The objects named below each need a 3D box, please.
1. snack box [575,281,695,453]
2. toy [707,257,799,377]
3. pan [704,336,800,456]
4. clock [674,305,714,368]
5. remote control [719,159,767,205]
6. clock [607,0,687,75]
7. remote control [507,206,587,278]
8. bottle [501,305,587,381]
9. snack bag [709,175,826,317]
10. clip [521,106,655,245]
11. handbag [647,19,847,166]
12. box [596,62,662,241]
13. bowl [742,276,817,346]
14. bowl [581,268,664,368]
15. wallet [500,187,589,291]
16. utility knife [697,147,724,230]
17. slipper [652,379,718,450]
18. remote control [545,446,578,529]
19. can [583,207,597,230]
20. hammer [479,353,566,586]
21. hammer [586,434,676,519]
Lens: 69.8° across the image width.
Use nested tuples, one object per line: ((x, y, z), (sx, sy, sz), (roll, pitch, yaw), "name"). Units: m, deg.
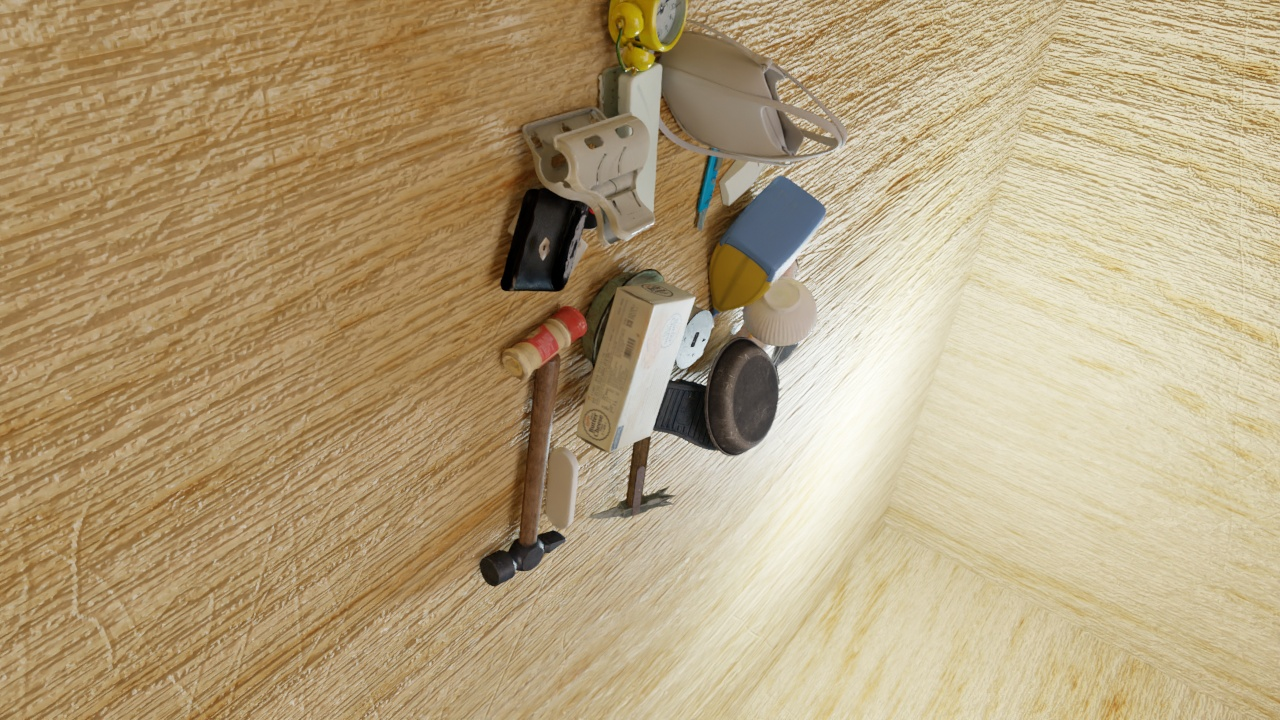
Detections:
((-0.007, 0.007, 1.162), (0.104, 0.057, 0.208), (-17, 129, -56), "snack box")
((0.190, -0.056, 1.530), (0.195, 0.065, 0.265), (-29, 145, -61), "toy")
((0.206, 0.020, 1.492), (0.355, 0.055, 0.187), (-38, 123, -43), "pan")
((0.072, -0.038, 1.382), (0.122, 0.035, 0.094), (-2, 116, -62), "clock")
((0.165, -0.288, 1.327), (0.143, 0.024, 0.050), (-53, 152, -19), "remote control")
((0.002, -0.348, 0.936), (0.118, 0.057, 0.083), (-61, 155, -19), "clock")
((-0.099, -0.134, 1.007), (0.050, 0.011, 0.136), (-60, 154, -5), "remote control")
((-0.110, -0.021, 1.057), (0.108, 0.044, 0.044), (-40, 146, -36), "bottle")
((0.178, -0.158, 1.407), (0.158, 0.102, 0.206), (-48, 172, -27), "snack bag")
((-0.033, -0.194, 0.924), (0.125, 0.152, 0.097), (-31, 175, -43), "clip")
((0.126, -0.284, 1.035), (0.095, 0.223, 0.216), (-61, 154, -7), "handbag")
((-0.010, -0.236, 1.036), (0.082, 0.066, 0.199), (-22, 134, -27), "box")
((0.219, -0.087, 1.434), (0.118, 0.118, 0.062), (-52, 158, -21), "bowl")
((-0.027, -0.051, 1.185), (0.157, 0.038, 0.158), (-42, 147, -36), "bowl")
((-0.101, -0.126, 0.965), (0.089, 0.026, 0.115), (-6, 120, -57), "wallet")
((0.100, -0.259, 1.249), (0.031, 0.015, 0.179), (-22, 134, -47), "utility knife")
((0.061, 0.071, 1.427), (0.263, 0.082, 0.101), (17, 97, -44), "slipper")
((-0.107, 0.174, 1.243), (0.013, 0.043, 0.137), (-34, 142, -45), "remote control")
((-0.057, -0.187, 1.010), (0.031, 0.031, 0.081), (-28, 138, -49), "can")
((-0.131, 0.134, 1.163), (0.129, 0.040, 0.322), (-20, 129, -45), "hammer")
((-0.002, 0.119, 1.332), (0.146, 0.028, 0.318), (-13, 135, -22), "hammer")
